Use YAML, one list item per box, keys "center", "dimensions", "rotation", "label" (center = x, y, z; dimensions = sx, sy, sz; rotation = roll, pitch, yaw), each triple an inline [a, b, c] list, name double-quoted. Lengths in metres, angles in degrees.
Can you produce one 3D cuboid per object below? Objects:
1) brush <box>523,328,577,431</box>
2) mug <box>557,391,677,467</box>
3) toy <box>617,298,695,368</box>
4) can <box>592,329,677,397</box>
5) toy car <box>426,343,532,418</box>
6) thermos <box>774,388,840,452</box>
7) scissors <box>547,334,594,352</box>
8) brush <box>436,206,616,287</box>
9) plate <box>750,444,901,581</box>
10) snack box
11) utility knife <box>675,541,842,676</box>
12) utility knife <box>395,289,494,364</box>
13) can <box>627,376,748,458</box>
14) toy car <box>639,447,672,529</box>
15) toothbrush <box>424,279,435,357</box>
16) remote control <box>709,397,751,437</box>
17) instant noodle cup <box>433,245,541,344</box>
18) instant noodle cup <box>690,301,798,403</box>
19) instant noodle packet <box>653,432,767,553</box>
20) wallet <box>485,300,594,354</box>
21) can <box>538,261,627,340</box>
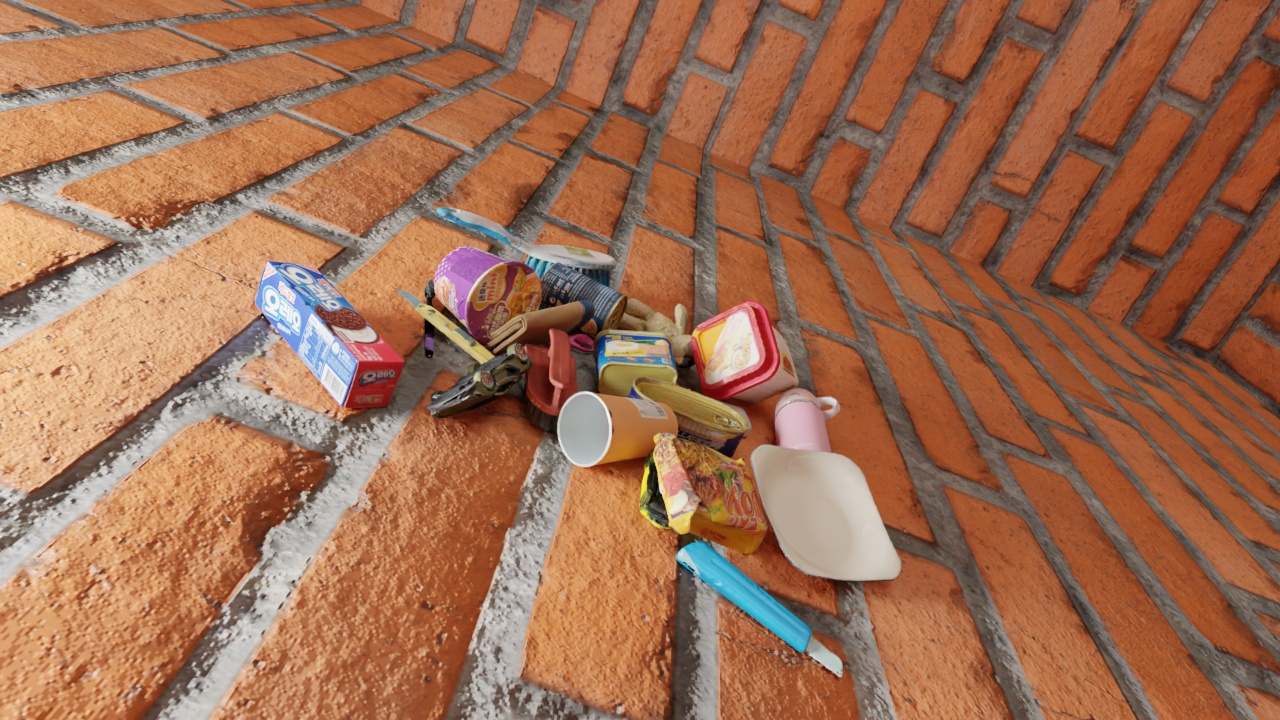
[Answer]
- center: [-0.100, 0.019, 1.034]
  dimensions: [0.063, 0.069, 0.145]
  rotation: [16, 24, -15]
  label: "brush"
- center: [-0.019, 0.073, 0.993]
  dimensions: [0.122, 0.078, 0.078]
  rotation: [3, 31, -49]
  label: "mug"
- center: [0.024, -0.038, 1.299]
  dimensions: [0.157, 0.066, 0.105]
  rotation: [33, 57, 30]
  label: "toy"
- center: [-0.007, 0.007, 1.147]
  dimensions: [0.102, 0.057, 0.083]
  rotation: [4, 29, -7]
  label: "can"
- center: [-0.168, 0.025, 0.966]
  dimensions: [0.042, 0.070, 0.157]
  rotation: [63, 24, -8]
  label: "toy car"
- center: [0.213, 0.098, 1.150]
  dimensions: [0.087, 0.067, 0.198]
  rotation: [-12, 20, 12]
  label: "thermos"
- center: [-0.119, -0.032, 1.199]
  dimensions: [0.133, 0.017, 0.133]
  rotation: [8, 32, -33]
  label: "scissors"
- center: [-0.157, -0.143, 1.280]
  dimensions: [0.313, 0.110, 0.060]
  rotation: [3, 33, -41]
  label: "brush"
- center: [0.192, 0.169, 0.988]
  dimensions: [0.163, 0.034, 0.164]
  rotation: [10, 46, -29]
  label: "plate"
- center: [-0.325, -0.031, 0.944]
  dimensions: [0.207, 0.057, 0.058]
  rotation: [39, 25, 33]
  label: "snack box"
- center: [0.112, 0.228, 0.848]
  dimensions: [0.182, 0.018, 0.034]
  rotation: [35, 40, 22]
  label: "utility knife"
- center: [-0.222, -0.031, 1.086]
  dimensions: [0.183, 0.019, 0.030]
  rotation: [33, 21, 17]
  label: "utility knife"
- center: [0.052, 0.071, 1.091]
  dimensions: [0.148, 0.049, 0.074]
  rotation: [20, 24, -8]
  label: "can"
- center: [0.022, 0.135, 0.946]
  dimensions: [0.048, 0.032, 0.105]
  rotation: [27, 33, -13]
  label: "toy car"
- center: [-0.255, -0.054, 1.114]
  dimensions: [0.014, 0.017, 0.188]
  rotation: [10, 28, -18]
  label: "toothbrush"
- center: [0.082, 0.063, 1.170]
  dimensions: [0.125, 0.024, 0.049]
  rotation: [17, 23, -14]
  label: "remote control"
- center: [-0.196, -0.087, 1.138]
  dimensions: [0.099, 0.112, 0.111]
  rotation: [30, 22, 38]
  label: "instant noodle cup"
- center: [0.145, -0.001, 1.230]
  dimensions: [0.124, 0.117, 0.116]
  rotation: [27, 44, -51]
  label: "instant noodle cup"
- center: [0.073, 0.134, 0.930]
  dimensions: [0.128, 0.044, 0.110]
  rotation: [24, 41, -39]
  label: "instant noodle packet"
- center: [-0.122, -0.040, 1.116]
  dimensions: [0.115, 0.090, 0.033]
  rotation: [-18, 82, -46]
  label: "wallet"
- center: [-0.083, -0.079, 1.254]
  dimensions: [0.111, 0.075, 0.075]
  rotation: [27, 23, 10]
  label: "can"
